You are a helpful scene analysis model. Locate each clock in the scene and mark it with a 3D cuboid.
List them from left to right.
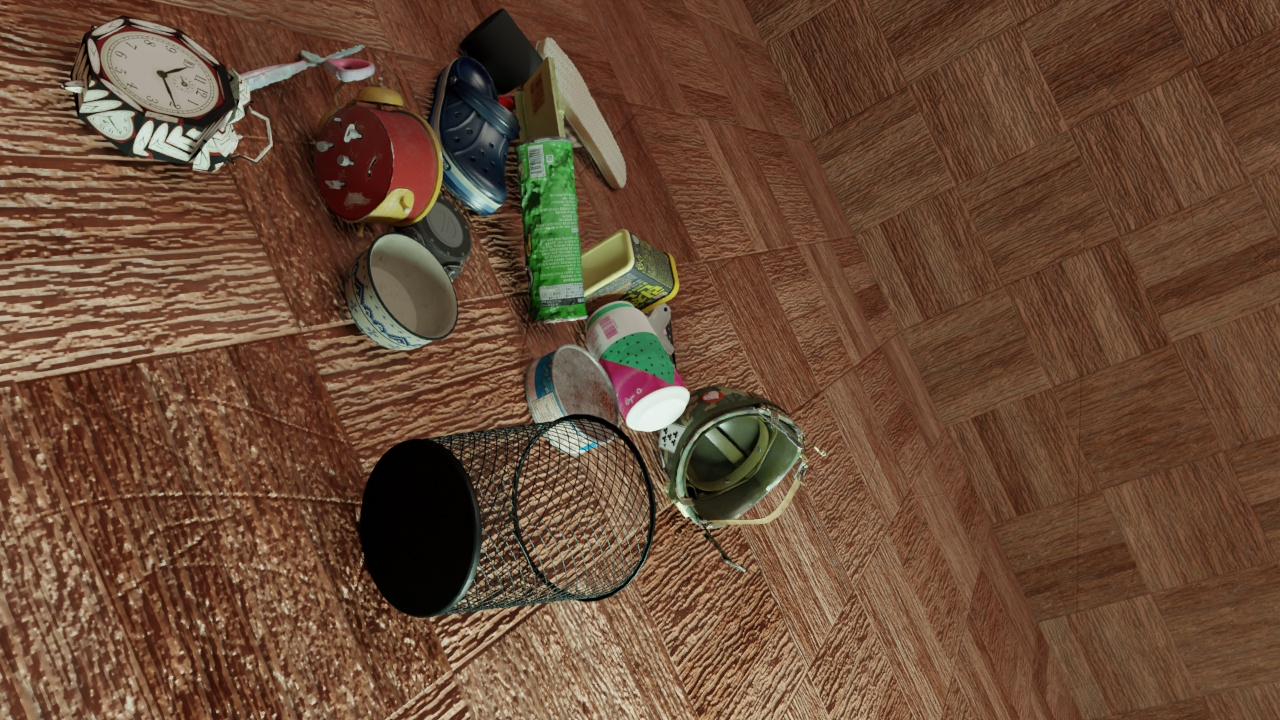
[{"bbox_3d":[-0.385,-0.209,0.762,0.154,0.065,0.114,23,45,-32],"label":"clock"},{"bbox_3d":[-0.273,-0.209,0.911,0.081,0.117,0.159,-11,84,-59],"label":"clock"},{"bbox_3d":[-0.230,-0.135,1.004,0.091,0.044,0.122,41,35,-38],"label":"clock"}]

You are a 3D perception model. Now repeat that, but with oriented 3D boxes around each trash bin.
[{"bbox_3d":[-0.122,0.140,0.827,0.209,0.185,0.184,4,63,-53],"label":"trash bin"}]

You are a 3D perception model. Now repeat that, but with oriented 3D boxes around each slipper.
[{"bbox_3d":[-0.203,-0.297,1.142,0.105,0.095,0.252,37,34,-47],"label":"slipper"},{"bbox_3d":[-0.096,-0.379,1.444,0.273,0.054,0.114,54,24,-40],"label":"slipper"}]

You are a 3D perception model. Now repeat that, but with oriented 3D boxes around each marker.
[{"bbox_3d":[-0.180,-0.375,1.327,0.023,0.021,0.144,33,28,4],"label":"marker"}]

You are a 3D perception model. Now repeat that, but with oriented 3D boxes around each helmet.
[{"bbox_3d":[0.126,0.137,1.232,0.236,0.193,0.224,47,4,28],"label":"helmet"}]

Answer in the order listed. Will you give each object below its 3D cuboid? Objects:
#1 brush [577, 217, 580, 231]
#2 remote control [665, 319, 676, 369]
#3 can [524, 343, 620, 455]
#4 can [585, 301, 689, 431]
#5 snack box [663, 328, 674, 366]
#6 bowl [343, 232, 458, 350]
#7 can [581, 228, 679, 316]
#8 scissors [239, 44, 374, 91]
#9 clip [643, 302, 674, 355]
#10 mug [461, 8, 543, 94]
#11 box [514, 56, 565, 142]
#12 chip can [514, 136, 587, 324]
[{"bbox_3d":[-0.118,-0.269,1.338,0.040,0.030,0.172,-15,81,-63],"label":"brush"},{"bbox_3d":[0.039,-0.015,1.416,0.034,0.013,0.149,36,38,-44],"label":"remote control"},{"bbox_3d":[-0.081,0.047,1.113,0.130,0.044,0.129,41,35,-38],"label":"can"},{"bbox_3d":[-0.007,0.007,1.199,0.088,0.088,0.165,22,33,-53],"label":"can"},{"bbox_3d":[0.001,-0.053,1.359,0.088,0.033,0.154,23,48,-52],"label":"snack box"},{"bbox_3d":[-0.242,-0.061,0.902,0.115,0.059,0.115,41,35,-38],"label":"bowl"},{"bbox_3d":[-0.031,-0.110,1.245,0.101,0.131,0.072,25,46,-48],"label":"can"},{"bbox_3d":[-0.334,-0.291,0.909,0.170,0.167,0.014,39,-38,48],"label":"scissors"},{"bbox_3d":[0.022,-0.058,1.329,0.101,0.041,0.054,44,47,-33],"label":"clip"},{"bbox_3d":[-0.199,-0.440,1.303,0.088,0.078,0.113,49,3,-27],"label":"mug"},{"bbox_3d":[-0.140,-0.298,1.237,0.048,0.141,0.187,4,61,-25],"label":"box"},{"bbox_3d":[-0.111,-0.159,1.126,0.075,0.076,0.223,-16,103,-63],"label":"chip can"}]
